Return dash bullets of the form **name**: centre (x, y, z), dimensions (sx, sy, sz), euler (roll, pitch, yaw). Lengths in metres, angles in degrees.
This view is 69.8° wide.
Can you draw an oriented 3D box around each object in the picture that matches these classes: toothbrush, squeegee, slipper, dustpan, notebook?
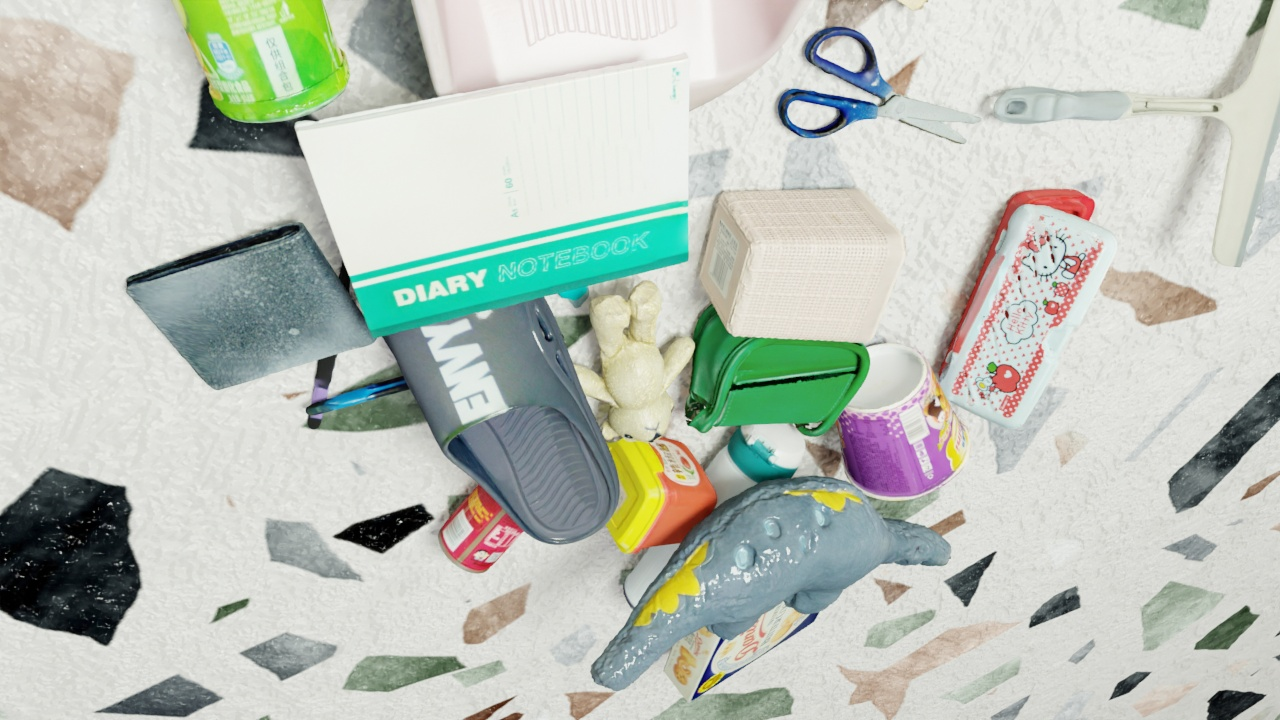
- **toothbrush**: centre (-0.146, 0.011, 0.662), dimensions (0.189, 0.014, 0.016), euler (-17, 149, -11)
- **squeegee**: centre (0.367, -0.189, 0.688), dimensions (0.246, 0.039, 0.247), euler (-3, 112, -12)
- **slipper**: centre (-0.088, 0.033, 0.627), dimensions (0.110, 0.083, 0.268), euler (-27, 115, 0)
- **dustpan**: centre (0.002, -0.178, 0.442), dimensions (0.222, 0.273, 0.139), euler (-12, 106, -9)
- **toothbrush**: centre (-0.205, -0.021, 0.614), dimensions (0.014, 0.016, 0.189), euler (10, 125, -22)
- **notebook**: centre (-0.071, -0.091, 0.532), dimensions (0.209, 0.012, 0.151), euler (-14, 138, -9)

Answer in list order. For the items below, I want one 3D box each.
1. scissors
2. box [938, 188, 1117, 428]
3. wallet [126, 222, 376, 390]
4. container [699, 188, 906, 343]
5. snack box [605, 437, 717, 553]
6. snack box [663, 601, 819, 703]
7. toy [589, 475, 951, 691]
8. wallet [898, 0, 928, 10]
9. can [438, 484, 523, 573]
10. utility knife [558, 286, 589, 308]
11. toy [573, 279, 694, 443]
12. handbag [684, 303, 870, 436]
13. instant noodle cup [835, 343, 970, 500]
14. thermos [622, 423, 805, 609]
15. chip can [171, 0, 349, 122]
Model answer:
- **scissors**: centre (0.167, -0.170, 0.642), dimensions (0.128, 0.012, 0.173), euler (-41, 132, 12)
- **box**: centre (0.320, -0.034, 0.762), dimensions (0.094, 0.091, 0.202), euler (-5, 130, -17)
- **wallet**: centre (-0.244, -0.030, 0.581), dimensions (0.121, 0.019, 0.097), euler (-16, 132, 5)
- **container**: centre (0.109, -0.069, 0.652), dimensions (0.110, 0.090, 0.090), euler (-1, 128, -18)
- **snack box**: centre (0.010, 0.108, 0.759), dimensions (0.080, 0.091, 0.082), euler (9, 123, -37)
- **snack box**: centre (0.119, 0.231, 0.885), dimensions (0.182, 0.046, 0.178), euler (-22, 144, -31)
- **toy**: centre (0.120, 0.160, 0.744), dimensions (0.355, 0.091, 0.138), euler (-9, 109, -27)
- **wallet**: centre (0.149, -0.268, 0.546), dimensions (0.115, 0.024, 0.087), euler (17, 115, -33)
- **can**: centre (-0.104, 0.109, 0.737), dimensions (0.053, 0.053, 0.133), euler (27, 114, -36)
- **utility knife**: centre (-0.070, -0.089, 0.614), dimensions (0.029, 0.013, 0.161), euler (-25, 136, 3)
- **toy**: centre (-0.004, 0.004, 0.680), dimensions (0.105, 0.066, 0.157), euler (-21, 141, -13)
- **handbag**: centre (0.104, 0.008, 0.727), dimensions (0.131, 0.068, 0.120), euler (2, 128, -23)
- **instant noodle cup**: centre (0.214, 0.046, 0.784), dimensions (0.111, 0.111, 0.099), euler (-29, 123, 2)
- **thermos**: centre (0.067, 0.143, 0.827), dimensions (0.073, 0.073, 0.225), euler (16, 120, -31)
- **chip can**: centre (-0.199, -0.217, 0.415), dimensions (0.072, 0.072, 0.222), euler (-17, 132, -9)
